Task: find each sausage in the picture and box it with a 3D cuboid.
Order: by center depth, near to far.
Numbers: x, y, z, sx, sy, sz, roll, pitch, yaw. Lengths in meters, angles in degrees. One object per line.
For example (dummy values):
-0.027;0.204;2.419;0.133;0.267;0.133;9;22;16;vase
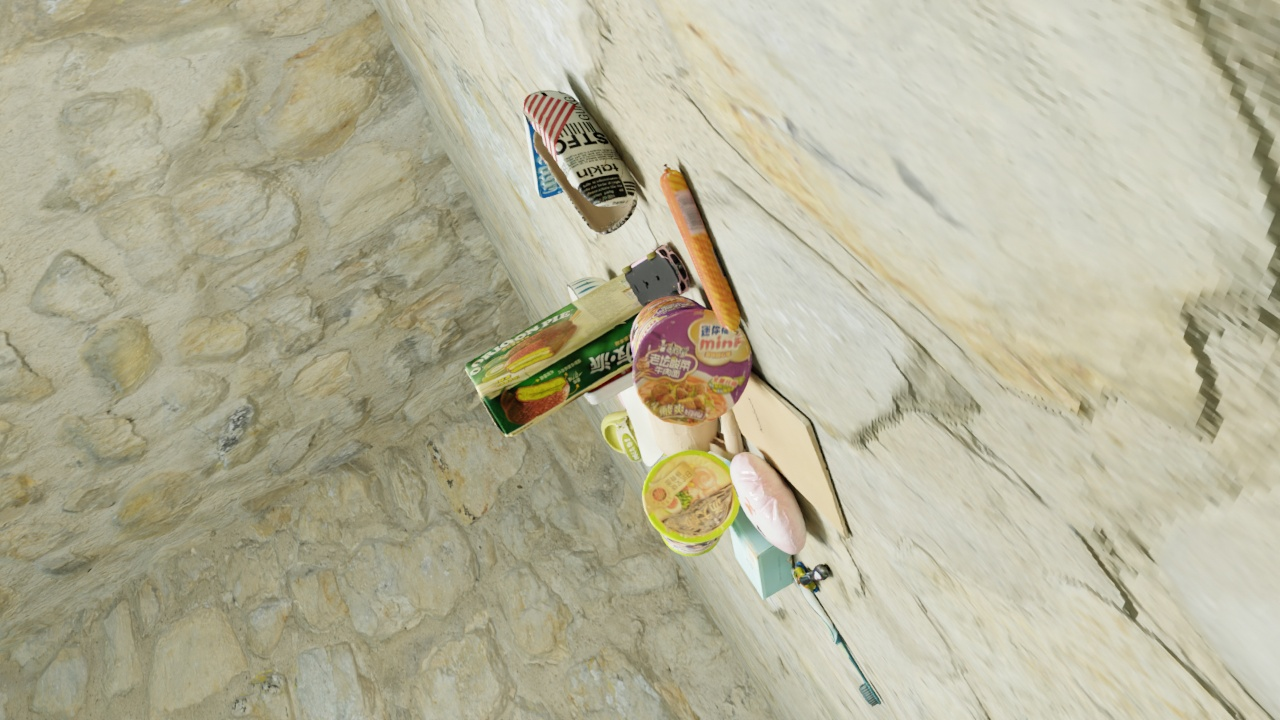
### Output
0.052;-0.090;0.769;0.165;0.021;0.021;65;171;-26;sausage

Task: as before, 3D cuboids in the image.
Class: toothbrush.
0.241;0.345;1.149;0.191;0.018;0.016;57;172;18;toothbrush

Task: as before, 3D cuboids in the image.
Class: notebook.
0.129;0.067;0.897;0.207;0.008;0.148;48;165;57;notebook

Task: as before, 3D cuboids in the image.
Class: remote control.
-0.103;-0.239;1.043;0.125;0.049;0.024;89;156;-56;remote control
-0.006;0.006;1.055;0.020;0.136;0.056;67;171;-27;remote control

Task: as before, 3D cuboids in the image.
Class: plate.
0.019;0.051;1.276;0.164;0.034;0.164;116;138;-56;plate

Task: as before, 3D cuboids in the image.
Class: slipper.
0.003;0.121;1.381;0.191;0.081;0.091;-8;120;46;slipper

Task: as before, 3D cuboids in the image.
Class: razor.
0.199;0.253;1.071;0.042;0.022;0.143;57;171;14;razor

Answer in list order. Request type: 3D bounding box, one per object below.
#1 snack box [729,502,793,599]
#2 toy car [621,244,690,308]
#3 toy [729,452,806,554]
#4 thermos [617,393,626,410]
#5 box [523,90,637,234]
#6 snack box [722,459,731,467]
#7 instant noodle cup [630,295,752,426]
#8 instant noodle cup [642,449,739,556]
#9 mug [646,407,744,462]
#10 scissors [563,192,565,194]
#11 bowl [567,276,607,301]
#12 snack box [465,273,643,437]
0.156;0.242;1.186;0.074;0.051;0.175;58;171;33;snack box
0.019;-0.086;0.944;0.056;0.037;0.122;58;160;-6;toy car
0.141;0.158;1.003;0.121;0.054;0.159;59;180;18;toy
-0.005;0.048;1.447;0.198;0.067;0.087;62;175;-19;thermos
-0.062;-0.196;0.925;0.163;0.076;0.087;54;150;25;box
0.095;0.186;1.283;0.051;0.074;0.175;58;172;12;snack box
0.038;-0.009;0.865;0.111;0.111;0.099;64;179;-24;instant noodle cup
0.060;0.181;1.101;0.111;0.111;0.123;57;168;24;instant noodle cup
0.064;0.064;1.077;0.125;0.084;0.104;27;153;29;mug
-0.084;-0.232;1.130;0.185;0.015;0.209;60;172;9;scissors
-0.049;-0.070;1.302;0.116;0.066;0.116;60;172;13;bowl
-0.077;-0.014;1.055;0.063;0.240;0.114;63;171;-27;snack box
